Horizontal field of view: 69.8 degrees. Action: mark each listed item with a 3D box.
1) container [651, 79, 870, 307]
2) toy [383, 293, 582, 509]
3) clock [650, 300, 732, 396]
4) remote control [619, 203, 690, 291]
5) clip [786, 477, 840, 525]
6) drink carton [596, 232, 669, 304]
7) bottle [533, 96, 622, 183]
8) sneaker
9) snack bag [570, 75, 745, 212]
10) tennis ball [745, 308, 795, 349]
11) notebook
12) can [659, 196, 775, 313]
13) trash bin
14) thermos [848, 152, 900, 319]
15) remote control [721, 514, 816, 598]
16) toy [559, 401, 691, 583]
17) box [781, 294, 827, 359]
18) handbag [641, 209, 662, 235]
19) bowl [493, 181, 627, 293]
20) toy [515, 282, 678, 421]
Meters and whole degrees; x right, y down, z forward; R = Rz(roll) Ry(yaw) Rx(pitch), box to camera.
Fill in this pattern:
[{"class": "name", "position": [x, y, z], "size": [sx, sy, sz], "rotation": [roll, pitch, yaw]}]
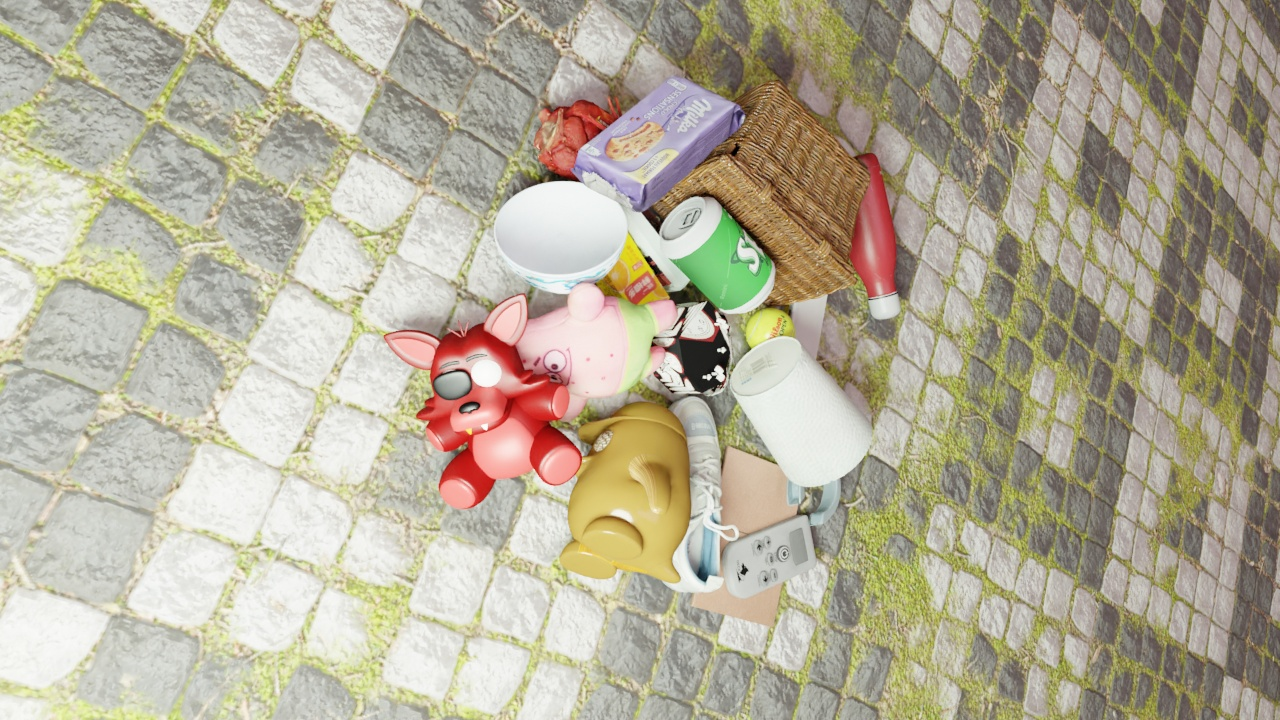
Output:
[{"class": "container", "position": [0.169, -0.218, 1.182], "size": [0.250, 0.163, 0.182], "rotation": [37, 62, -26]}, {"class": "toy", "position": [-0.158, 0.044, 0.946], "size": [0.158, 0.120, 0.197], "rotation": [-15, 112, 9]}, {"class": "clock", "position": [0.080, -0.014, 1.145], "size": [0.154, 0.065, 0.114], "rotation": [14, 78, -51]}, {"class": "remote control", "position": [0.004, -0.139, 1.124], "size": [0.143, 0.050, 0.024], "rotation": [50, 63, -21]}, {"class": "clip", "position": [0.264, 0.162, 1.276], "size": [0.127, 0.028, 0.166], "rotation": [48, 52, -23]}, {"class": "drink carton", "position": [-0.027, -0.111, 1.107], "size": [0.058, 0.043, 0.134], "rotation": [-43, 108, -27]}, {"class": "bottle", "position": [-0.063, -0.257, 1.062], "size": [0.111, 0.099, 0.098], "rotation": [22, 74, -31]}, {"class": "sneaker", "position": [0.076, 0.164, 1.124], "size": [0.089, 0.091, 0.242], "rotation": [7, 82, -33]}, {"class": "snack bag", "position": [0.024, -0.243, 1.026], "size": [0.204, 0.096, 0.058], "rotation": [-44, 153, -29]}, {"class": "tennis ball", "position": [0.173, -0.037, 1.221], "size": [0.065, 0.065, 0.065], "rotation": [3, 84, -34]}, {"class": "notebook", "position": [0.144, 0.234, 1.213], "size": [0.141, 0.008, 0.209], "rotation": [23, 74, -31]}, {"class": "can", "position": [0.093, -0.125, 1.104], "size": [0.140, 0.088, 0.087], "rotation": [41, 65, -31]}, {"class": "trash bin", "position": [0.201, 0.061, 1.181], "size": [0.161, 0.133, 0.133], "rotation": [50, 62, -27]}, {"class": "thermos", "position": [0.334, -0.177, 1.337], "size": [0.073, 0.073, 0.240], "rotation": [-19, 97, -34]}, {"class": "remote control", "position": [0.172, 0.259, 1.212], "size": [0.150, 0.019, 0.074], "rotation": [-13, 94, -34]}, {"class": "toy", "position": [-0.013, 0.135, 1.040], "size": [0.162, 0.199, 0.202], "rotation": [23, 53, -13]}, {"class": "box", "position": [0.224, -0.058, 1.281], "size": [0.064, 0.033, 0.209], "rotation": [21, 76, -32]}, {"class": "handbag", "position": [0.011, -0.169, 1.143], "size": [0.119, 0.029, 0.055], "rotation": [40, 36, -18]}, {"class": "bowl", "position": [-0.086, -0.122, 1.017], "size": [0.144, 0.074, 0.143], "rotation": [0, 53, 0]}, {"class": "toy", "position": [-0.077, -0.015, 1.017], "size": [0.236, 0.096, 0.192], "rotation": [-1, 131, -14]}]
